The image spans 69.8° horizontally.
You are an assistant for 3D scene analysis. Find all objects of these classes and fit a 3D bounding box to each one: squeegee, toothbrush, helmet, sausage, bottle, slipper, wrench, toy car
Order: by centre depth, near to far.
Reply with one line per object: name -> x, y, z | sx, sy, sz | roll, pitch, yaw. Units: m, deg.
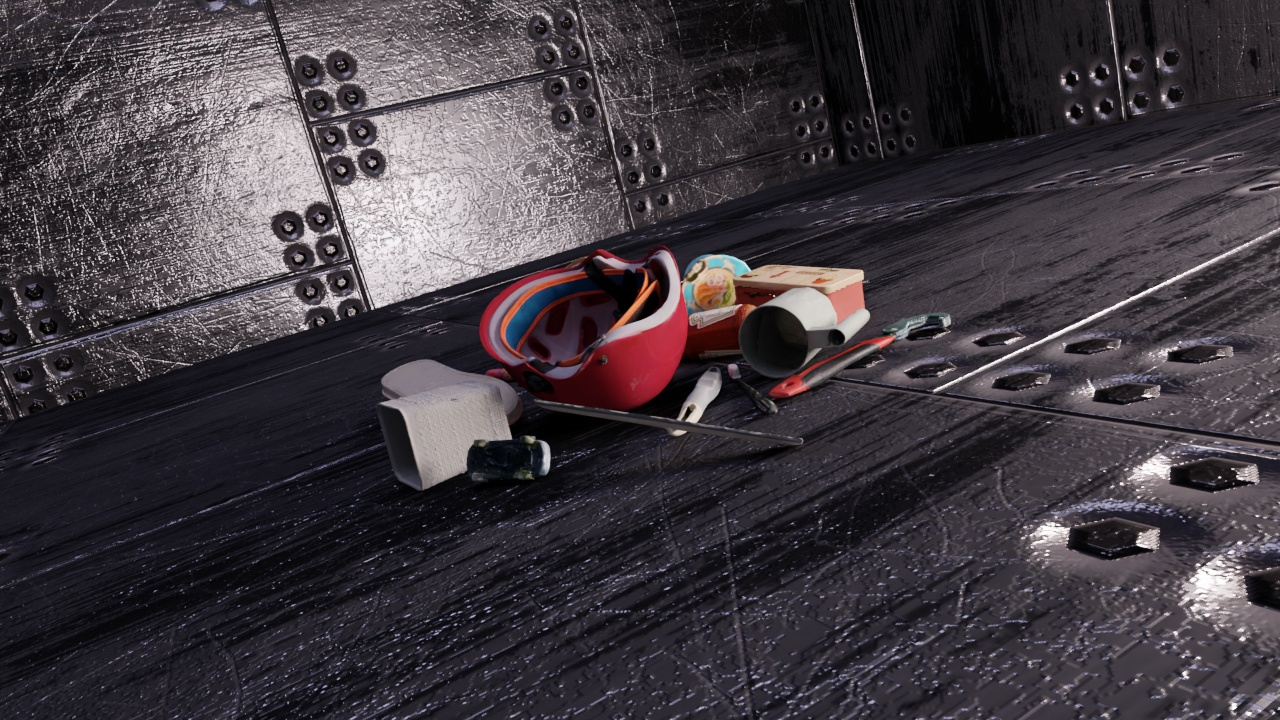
toy car -> -0.131, 0.098, 0.907 | 0.091, 0.043, 0.034 | -6, -12, 22
squeegee -> 0.050, 0.047, 0.931 | 0.247, 0.039, 0.246 | 7, 13, 14
toothbrush -> 0.117, 0.030, 0.978 | 0.015, 0.018, 0.181 | -13, 14, -5
wrench -> 0.241, -0.008, 1.003 | 0.272, 0.016, 0.056 | -22, 14, -32
helmet -> -0.054, -0.019, 1.062 | 0.240, 0.144, 0.206 | -3, 41, 28
slipper -> -0.243, 0.055, 1.171 | 0.114, 0.054, 0.275 | -32, 31, -33
bottle -> 0.060, -0.028, 1.197 | 0.206, 0.060, 0.059 | -10, 13, 32
sausage -> -0.173, 0.019, 1.345 | 0.156, 0.020, 0.020 | -5, 16, 36

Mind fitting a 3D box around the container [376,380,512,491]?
container -> -0.209, 0.075, 0.993 | 0.114, 0.090, 0.090 | -19, 13, -31

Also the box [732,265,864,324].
box -> 0.209, -0.076, 1.222 | 0.091, 0.079, 0.169 | -23, 21, -37

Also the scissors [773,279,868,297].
scissors -> 0.245, -0.098, 1.318 | 0.170, 0.019, 0.173 | -14, -2, 11

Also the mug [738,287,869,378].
mug -> 0.187, -0.035, 1.034 | 0.124, 0.084, 0.103 | -2, 15, 32

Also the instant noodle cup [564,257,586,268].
instant noodle cup -> -0.073, -0.057, 1.213 | 0.152, 0.111, 0.151 | -39, 21, 18

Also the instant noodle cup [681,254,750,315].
instant noodle cup -> 0.109, -0.114, 1.381 | 0.111, 0.111, 0.120 | -14, 16, 1
